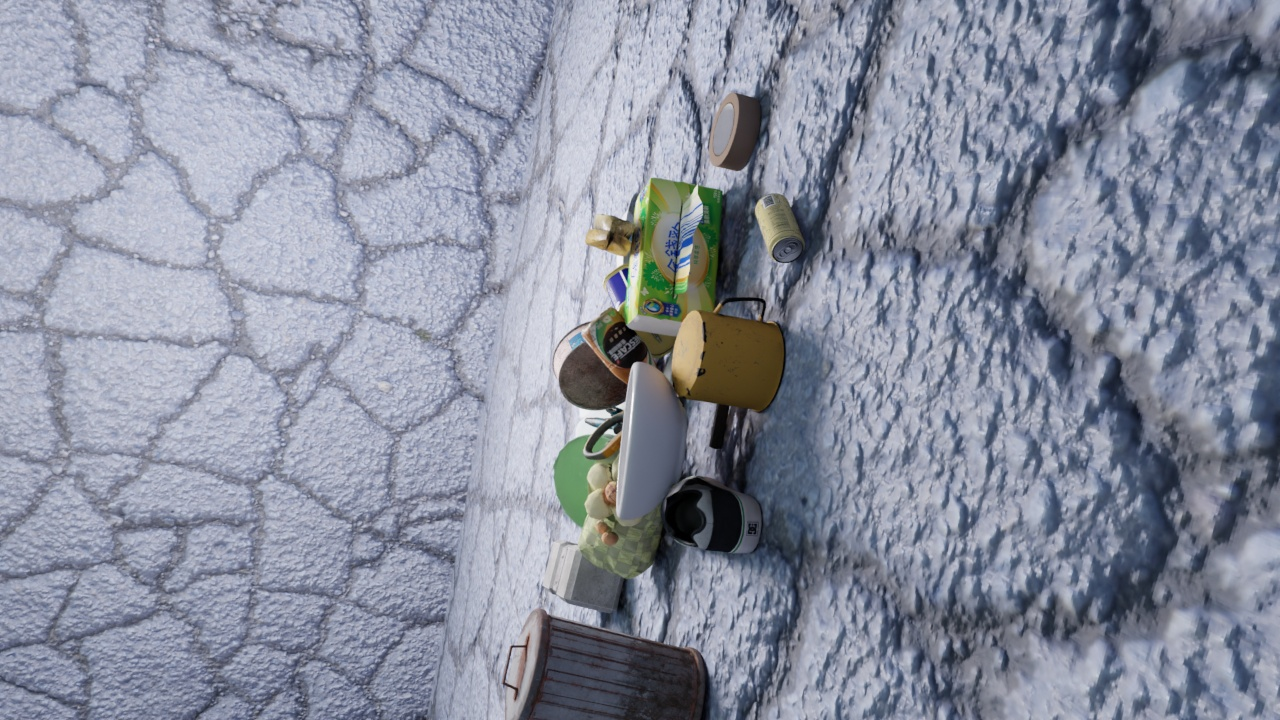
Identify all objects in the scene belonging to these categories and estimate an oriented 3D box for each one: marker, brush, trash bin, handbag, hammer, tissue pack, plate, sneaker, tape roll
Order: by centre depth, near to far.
[{"bbox_3d":[-0.049,0.362,1.029,0.131,0.211,0.131,-164,91,-76],"label":"trash bin"},{"bbox_3d":[0.053,0.174,1.049,0.236,0.079,0.084,166,112,-72],"label":"sneaker"},{"bbox_3d":[0.097,0.043,1.077,0.021,0.017,0.124,14,98,29],"label":"marker"},{"bbox_3d":[0.119,-0.290,1.165,0.094,0.030,0.093,-171,91,-73],"label":"tape roll"},{"bbox_3d":[0.050,-0.138,1.172,0.142,0.120,0.197,145,125,-72],"label":"tissue pack"},{"bbox_3d":[-0.023,0.202,1.201,0.116,0.113,0.187,-20,-52,-63],"label":"handbag"},{"bbox_3d":[-0.040,-0.167,1.221,0.195,0.059,0.043,-140,69,-81],"label":"brush"},{"bbox_3d":[-0.014,-0.162,1.408,0.188,0.016,0.188,4,-91,-79],"label":"plate"},{"bbox_3d":[-0.059,0.217,1.429,0.163,0.083,0.317,161,124,-71],"label":"hammer"}]

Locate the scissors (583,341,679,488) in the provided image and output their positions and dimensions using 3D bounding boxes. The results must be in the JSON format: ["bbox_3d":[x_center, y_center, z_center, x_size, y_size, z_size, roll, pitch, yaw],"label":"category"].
[{"bbox_3d":[0.011,0.068,1.154,0.217,0.016,0.224,-12,54,36],"label":"scissors"}]

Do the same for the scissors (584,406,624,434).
[{"bbox_3d":[-0.029,0.083,1.315,0.143,0.127,0.019,-70,-40,-67],"label":"scissors"}]

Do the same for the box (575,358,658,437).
[{"bbox_3d":[-0.035,0.055,1.403,0.209,0.037,0.188,-37,44,40],"label":"box"}]

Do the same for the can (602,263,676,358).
[{"bbox_3d":[0.003,-0.068,1.299,0.056,0.116,0.092,-34,33,7],"label":"can"}]

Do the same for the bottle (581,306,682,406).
[{"bbox_3d":[-0.007,0.007,1.228,0.059,0.167,0.059,-40,3,2],"label":"bottle"}]

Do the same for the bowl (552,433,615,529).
[{"bbox_3d":[-0.044,0.170,1.316,0.076,0.151,0.151,-22,-48,-60],"label":"bowl"}]

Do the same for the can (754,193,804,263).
[{"bbox_3d":[0.148,-0.141,0.976,0.079,0.038,0.038,-99,24,-46],"label":"can"}]

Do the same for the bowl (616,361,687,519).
[{"bbox_3d":[0.015,0.092,1.029,0.176,0.066,0.176,-177,93,-87],"label":"bowl"}]

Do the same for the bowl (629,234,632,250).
[{"bbox_3d":[0.029,-0.178,1.325,0.151,0.074,0.150,-172,91,-73],"label":"bowl"}]

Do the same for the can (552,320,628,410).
[{"bbox_3d":[-0.058,0.007,1.314,0.044,0.129,0.130,-117,38,-51],"label":"can"}]

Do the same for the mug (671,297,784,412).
[{"bbox_3d":[0.094,-0.012,0.988,0.100,0.094,0.124,-126,48,-67],"label":"mug"}]
